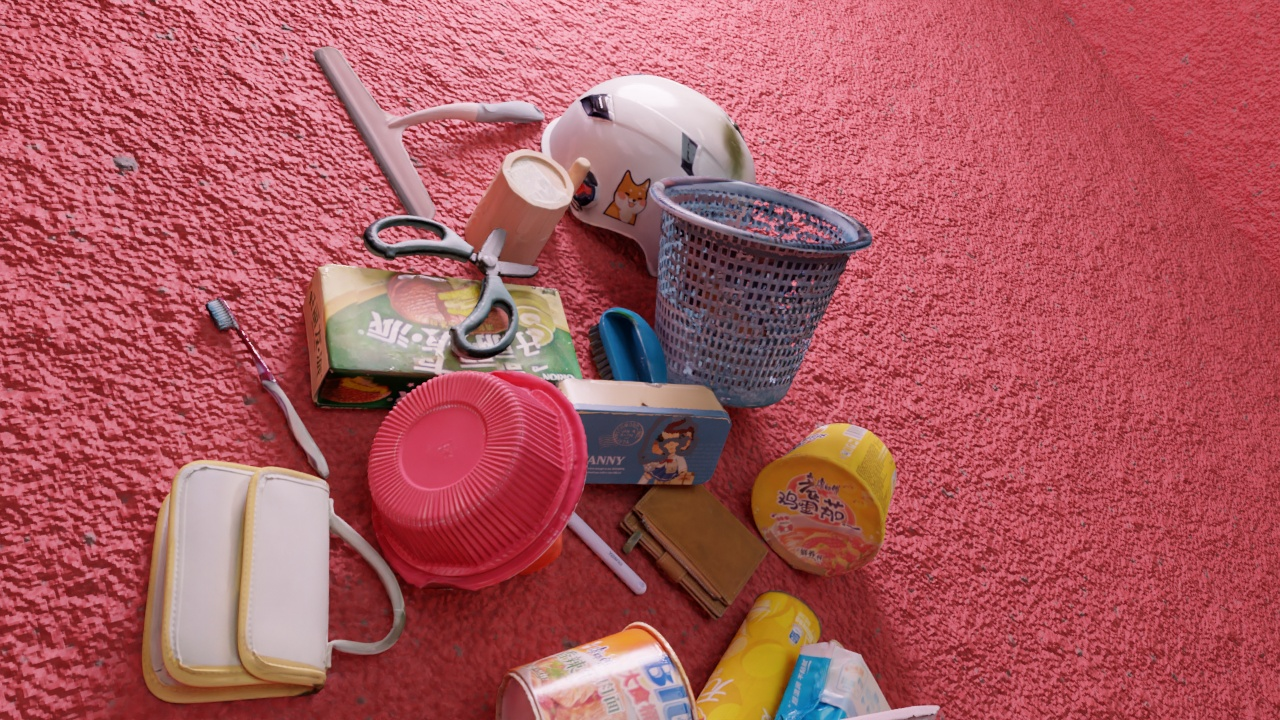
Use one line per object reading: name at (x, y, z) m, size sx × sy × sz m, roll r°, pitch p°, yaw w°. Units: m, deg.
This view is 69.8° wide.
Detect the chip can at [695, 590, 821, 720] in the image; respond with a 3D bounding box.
chip can at (0.088, 0.297, 0.796) m, size 0.072 × 0.072 × 0.212 m, roll 44°, pitch 44°, yaw 1°

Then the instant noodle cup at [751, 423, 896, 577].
instant noodle cup at (0.198, 0.135, 0.952) m, size 0.138 × 0.138 × 0.109 m, roll 47°, pitch 36°, yaw 4°

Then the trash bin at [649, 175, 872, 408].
trash bin at (0.102, -0.066, 0.953) m, size 0.226 × 0.195 × 0.226 m, roll 10°, pitch 24°, yaw -5°

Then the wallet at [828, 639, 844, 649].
wallet at (0.183, 0.333, 0.868) m, size 0.087 × 0.024 × 0.114 m, roll 51°, pitch 45°, yaw 5°

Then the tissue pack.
tissue pack at (0.167, 0.315, 0.788) m, size 0.140 × 0.063 × 0.089 m, roll 59°, pitch 46°, yaw -32°

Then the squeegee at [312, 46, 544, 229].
squeegee at (-0.200, -0.277, 1.041) m, size 0.248 × 0.040 × 0.247 m, roll -21°, pitch 71°, yaw -42°

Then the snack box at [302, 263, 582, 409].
snack box at (-0.179, -0.016, 0.846) m, size 0.239 × 0.063 × 0.114 m, roll 4°, pitch 53°, yaw -32°

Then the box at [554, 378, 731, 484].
box at (-0.011, 0.068, 0.865) m, size 0.184 × 0.090 × 0.059 m, roll 1°, pitch 32°, yaw -22°

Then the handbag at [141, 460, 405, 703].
handbag at (-0.258, 0.159, 0.675) m, size 0.178 × 0.063 × 0.163 m, roll 10°, pitch 55°, yaw -33°

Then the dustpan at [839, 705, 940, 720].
dustpan at (0.079, 0.347, 0.675) m, size 0.139 × 0.223 × 0.272 m, roll 28°, pitch 21°, yaw 30°

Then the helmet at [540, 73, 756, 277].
helmet at (0.029, -0.242, 1.086) m, size 0.274 × 0.157 × 0.229 m, roll 45°, pitch 45°, yaw 2°

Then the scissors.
scissors at (-0.177, -0.081, 0.842) m, size 0.179 × 0.019 × 0.169 m, roll 24°, pitch 47°, yaw -15°

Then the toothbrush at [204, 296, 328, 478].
toothbrush at (-0.312, 0.022, 0.765) m, size 0.017 × 0.016 × 0.187 m, roll -28°, pitch 76°, yaw -35°

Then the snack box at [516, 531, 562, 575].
snack box at (-0.113, 0.135, 0.778) m, size 0.080 × 0.082 × 0.091 m, roll 23°, pitch 48°, yaw -37°

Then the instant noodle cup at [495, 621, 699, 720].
instant noodle cup at (-0.037, 0.280, 0.680) m, size 0.111 × 0.152 × 0.151 m, roll -4°, pitch 61°, yaw -26°

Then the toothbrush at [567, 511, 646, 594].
toothbrush at (-0.062, 0.144, 0.841) m, size 0.189 × 0.021 × 0.029 m, roll 46°, pitch 48°, yaw 0°

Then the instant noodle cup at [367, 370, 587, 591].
instant noodle cup at (-0.141, 0.080, 0.721) m, size 0.066 × 0.194 × 0.193 m, roll 58°, pitch 21°, yaw -55°

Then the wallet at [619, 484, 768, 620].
wallet at (0.051, 0.173, 0.886) m, size 0.130 × 0.035 × 0.118 m, roll 45°, pitch 45°, yaw 4°

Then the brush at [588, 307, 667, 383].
brush at (-0.006, 0.006, 0.942) m, size 0.055 × 0.074 × 0.143 m, roll 3°, pitch 57°, yaw -39°

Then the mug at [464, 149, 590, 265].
mug at (-0.114, -0.163, 0.970) m, size 0.084 × 0.104 × 0.124 m, roll 51°, pitch 46°, yaw 8°
